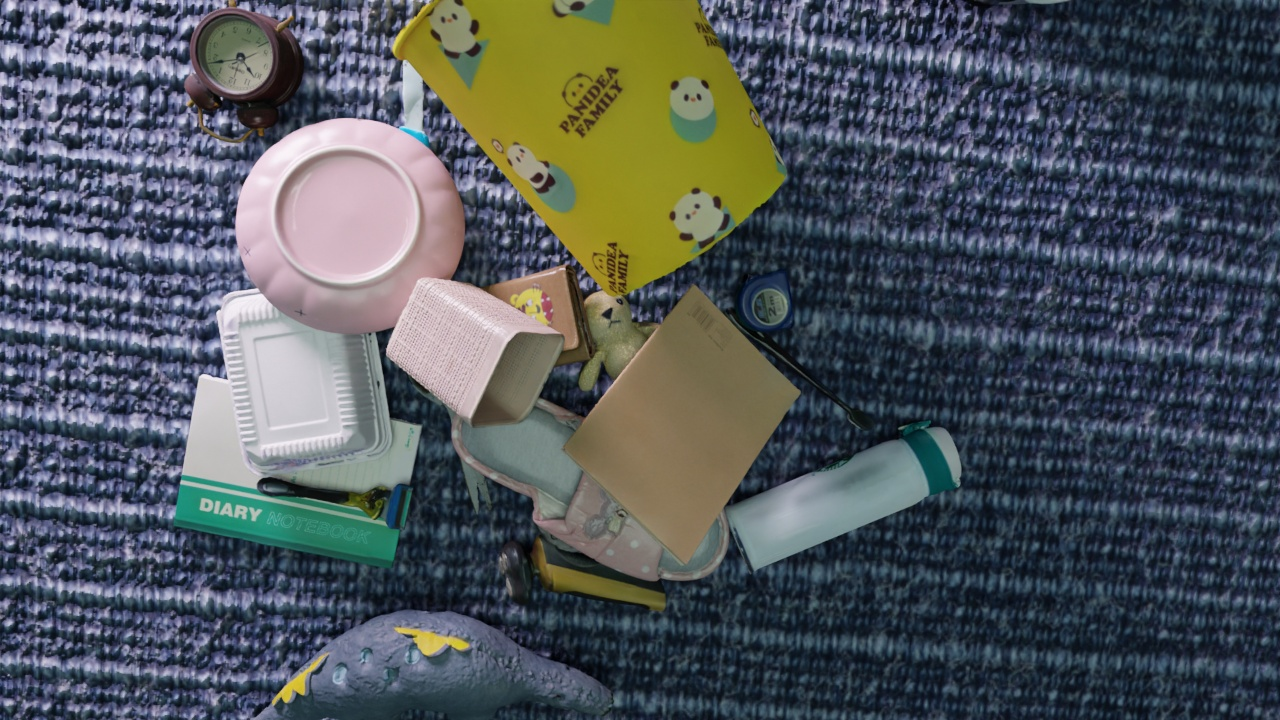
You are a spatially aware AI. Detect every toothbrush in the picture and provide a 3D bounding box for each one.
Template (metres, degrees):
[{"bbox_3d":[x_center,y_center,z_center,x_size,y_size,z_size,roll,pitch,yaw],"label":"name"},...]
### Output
[{"bbox_3d":[0.151,0.009,0.876,0.181,0.018,0.015,39,80,-6],"label":"toothbrush"}]

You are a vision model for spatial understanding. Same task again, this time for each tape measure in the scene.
[{"bbox_3d":[0.115,-0.054,0.857,0.054,0.025,0.058,-11,92,-11],"label":"tape measure"}]

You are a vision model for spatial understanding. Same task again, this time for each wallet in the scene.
[{"bbox_3d":[-0.103,-0.031,0.826,0.115,0.033,0.090,-12,92,22],"label":"wallet"}]

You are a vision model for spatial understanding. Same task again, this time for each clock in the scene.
[{"bbox_3d":[-0.343,-0.248,0.791,0.082,0.055,0.122,22,99,-6],"label":"clock"}]

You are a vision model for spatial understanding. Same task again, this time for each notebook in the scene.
[{"bbox_3d":[-0.324,0.108,0.869,0.209,0.012,0.150,13,99,-5],"label":"notebook"},{"bbox_3d":[0.044,0.051,0.815,0.149,0.012,0.210,45,60,-12],"label":"notebook"}]

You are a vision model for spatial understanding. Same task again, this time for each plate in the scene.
[{"bbox_3d":[-0.248,-0.120,0.783,0.192,0.039,0.192,1,84,-9],"label":"plate"}]

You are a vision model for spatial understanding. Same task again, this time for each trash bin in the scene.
[{"bbox_3d":[-0.026,-0.207,0.738,0.229,0.229,0.255,-36,104,3],"label":"trash bin"}]

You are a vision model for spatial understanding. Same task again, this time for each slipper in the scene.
[{"bbox_3d":[-0.044,0.109,0.818,0.274,0.054,0.114,30,91,1],"label":"slipper"}]

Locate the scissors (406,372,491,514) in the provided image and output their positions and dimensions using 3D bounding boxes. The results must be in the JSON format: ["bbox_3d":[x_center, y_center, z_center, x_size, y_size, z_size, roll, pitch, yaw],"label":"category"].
[{"bbox_3d":[-0.163,0.058,0.868,0.173,0.014,0.142,41,96,-8],"label":"scissors"}]

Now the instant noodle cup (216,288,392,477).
[{"bbox_3d":[-0.305,0.016,0.821,0.138,0.060,0.173,-9,94,-4],"label":"instant noodle cup"}]

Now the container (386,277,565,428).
[{"bbox_3d":[-0.143,-0.011,0.777,0.111,0.089,0.090,32,103,21],"label":"container"}]

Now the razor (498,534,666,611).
[{"bbox_3d":[-0.055,0.212,0.879,0.167,0.062,0.067,16,66,-10],"label":"razor"}]

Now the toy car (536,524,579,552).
[{"bbox_3d":[-0.036,0.110,0.866,0.070,0.042,0.158,42,89,0],"label":"toy car"}]

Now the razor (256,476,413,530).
[{"bbox_3d":[-0.286,0.128,0.857,0.142,0.022,0.042,9,75,-3],"label":"razor"}]

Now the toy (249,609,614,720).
[{"bbox_3d":[-0.205,0.300,0.866,0.356,0.091,0.138,-3,111,0],"label":"toy"}]

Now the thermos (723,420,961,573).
[{"bbox_3d":[0.192,0.126,0.871,0.224,0.073,0.073,-23,99,0],"label":"thermos"}]

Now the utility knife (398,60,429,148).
[{"bbox_3d":[-0.205,-0.167,0.830,0.034,0.018,0.203,0,97,-2],"label":"utility knife"}]

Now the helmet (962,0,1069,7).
[{"bbox_3d":[0.286,-0.402,0.754,0.258,0.146,0.229,16,99,-13],"label":"helmet"}]

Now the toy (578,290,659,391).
[{"bbox_3d":[-0.005,0.005,0.838,0.105,0.066,0.157,-33,89,-8],"label":"toy"}]
